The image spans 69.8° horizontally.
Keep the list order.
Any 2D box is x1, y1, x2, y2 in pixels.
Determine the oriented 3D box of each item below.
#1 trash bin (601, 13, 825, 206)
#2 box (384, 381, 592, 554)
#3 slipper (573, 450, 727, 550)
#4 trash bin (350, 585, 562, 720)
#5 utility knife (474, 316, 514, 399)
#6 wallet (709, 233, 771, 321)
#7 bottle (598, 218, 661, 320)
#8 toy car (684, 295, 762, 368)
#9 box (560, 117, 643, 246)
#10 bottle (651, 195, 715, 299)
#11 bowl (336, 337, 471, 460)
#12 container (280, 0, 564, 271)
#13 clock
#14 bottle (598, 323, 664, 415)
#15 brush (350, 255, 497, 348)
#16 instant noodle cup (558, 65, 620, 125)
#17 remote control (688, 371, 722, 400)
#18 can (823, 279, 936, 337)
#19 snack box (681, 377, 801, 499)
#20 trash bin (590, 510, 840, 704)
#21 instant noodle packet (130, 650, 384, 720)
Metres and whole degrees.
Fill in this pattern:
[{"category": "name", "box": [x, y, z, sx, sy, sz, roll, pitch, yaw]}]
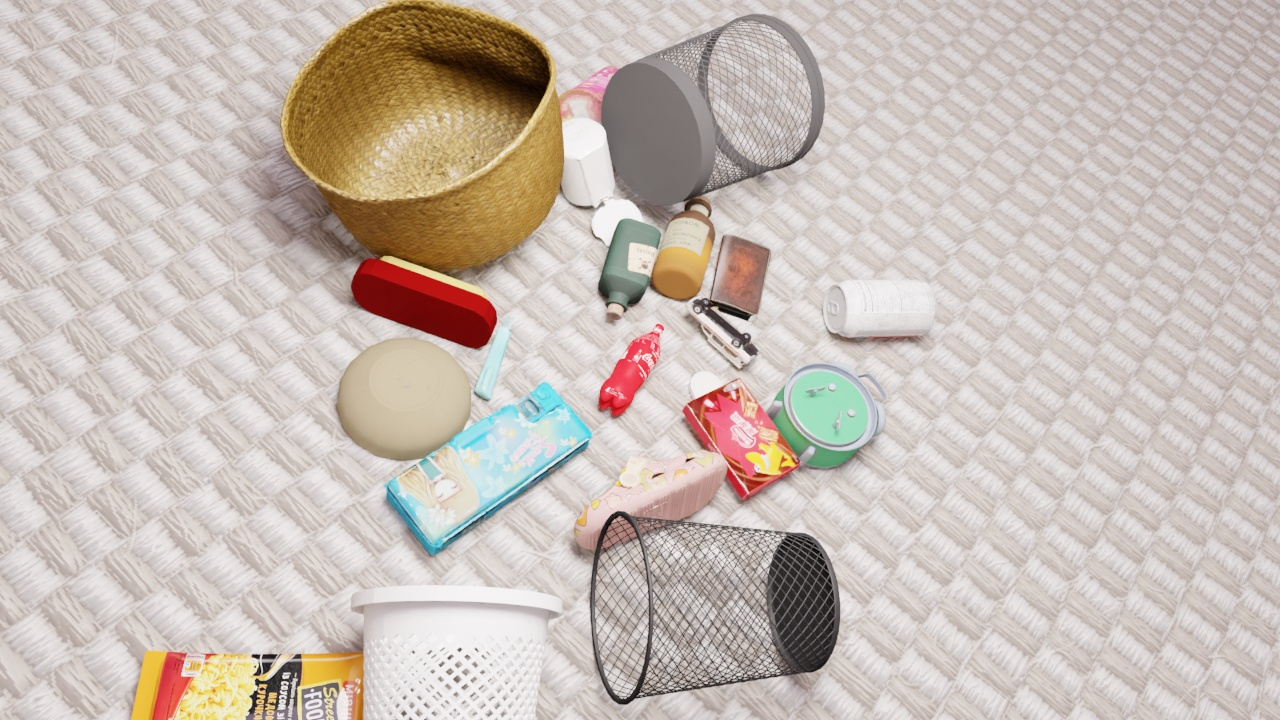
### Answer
[{"category": "trash bin", "box": [0.093, -0.336, 1.250, 0.226, 0.218, 0.217, -29, 71, -34]}, {"category": "box", "box": [-0.166, 0.115, 1.028, 0.226, 0.041, 0.094, -34, 74, -29]}, {"category": "slipper", "box": [0.005, 0.141, 1.034, 0.197, 0.093, 0.081, -21, 56, -24]}, {"category": "trash bin", "box": [-0.172, 0.318, 0.831, 0.195, 0.196, 0.199, 5, 68, -12]}, {"category": "utility knife", "box": [-0.175, -0.008, 1.116, 0.022, 0.015, 0.125, 18, 55, -6]}, {"category": "wallet", "box": [0.137, -0.115, 1.261, 0.072, 0.019, 0.122, 18, 57, -4]}, {"category": "bottle", "box": [-0.019, -0.113, 1.190, 0.061, 0.061, 0.131, 18, 64, -6]}, {"category": "toy car", "box": [0.104, -0.036, 1.194, 0.113, 0.039, 0.039, 42, 35, 13]}, {"category": "box", "box": [-0.058, -0.237, 1.234, 0.083, 0.140, 0.141, -37, 59, -16]}, {"category": "bottle", "box": [0.065, -0.161, 1.241, 0.068, 0.068, 0.156, 19, 57, -3]}, {"category": "bowl", "box": [-0.267, 0.034, 1.043, 0.152, 0.051, 0.152, 7, 58, -11]}, {"category": "container", "box": [-0.246, -0.258, 1.108, 0.307, 0.197, 0.306, -2, 61, 4]}, {"category": "clock", "box": [0.244, 0.060, 1.151, 0.161, 0.076, 0.122, -23, 68, -27]}, {"category": "bottle", "box": [-0.007, 0.007, 1.136, 0.042, 0.042, 0.141, 30, 57, 4]}, {"category": "brush", "box": [-0.254, -0.073, 1.093, 0.173, 0.082, 0.041, 20, 57, -3]}, {"category": "instant noodle cup", "box": [-0.058, -0.370, 1.324, 0.098, 0.098, 0.108, 29, 49, 3]}, {"category": "remote control", "box": [0.100, 0.074, 1.141, 0.043, 0.013, 0.136, -14, 65, -22]}, {"category": "can", "box": [0.326, -0.071, 1.250, 0.136, 0.078, 0.078, -1, 60, -16]}, {"category": "snack box", "box": [0.122, 0.093, 1.114, 0.089, 0.021, 0.133, -25, 70, -27]}, {"category": "trash bin", "box": [0.076, 0.249, 0.939, 0.210, 0.185, 0.183, 4, 59, -20]}, {"category": "instant noodle packet", "box": [-0.352, 0.348, 0.843, 0.220, 0.032, 0.159, 4, 59, -13]}]
